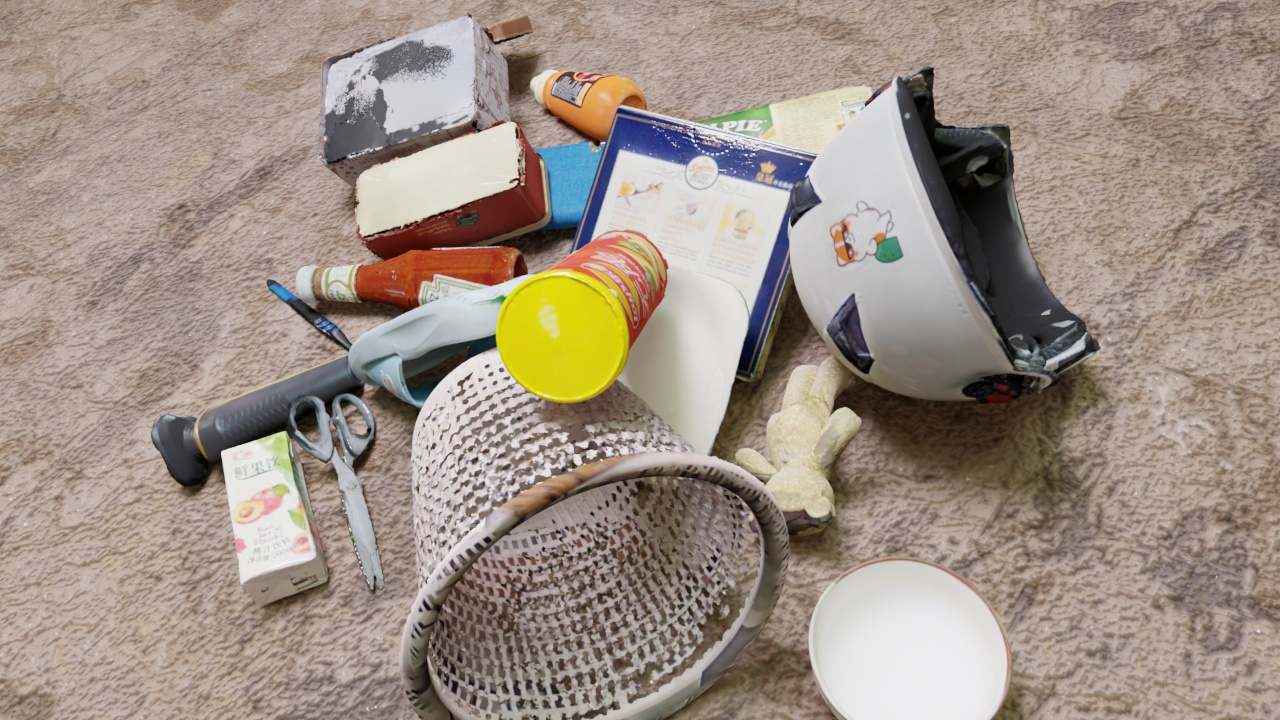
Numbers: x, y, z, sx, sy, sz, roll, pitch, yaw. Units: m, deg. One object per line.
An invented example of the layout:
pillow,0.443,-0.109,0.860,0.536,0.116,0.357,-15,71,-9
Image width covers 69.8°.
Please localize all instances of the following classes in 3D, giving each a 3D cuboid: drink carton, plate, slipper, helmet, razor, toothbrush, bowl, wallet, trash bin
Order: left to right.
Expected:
razor,-0.309,0.041,0.754,0.167,0.062,0.068,-27,21,-19
drink carton,-0.274,0.116,0.685,0.053,0.046,0.122,-20,51,-13
toothbrush,-0.288,-0.035,0.830,0.189,0.016,0.014,32,55,31
slipper,-0.137,-0.007,0.687,0.103,0.074,0.246,-21,3,-34
wallet,-0.088,-0.165,0.884,0.133,0.040,0.106,-2,52,18
trash bin,-0.052,0.096,0.574,0.227,0.228,0.192,-24,39,-10
plate,-0.004,0.004,0.703,0.164,0.034,0.163,18,90,21
bowl,0.158,0.182,0.549,0.113,0.062,0.113,-6,51,7
helmet,0.190,-0.067,0.647,0.157,0.273,0.230,-27,76,36

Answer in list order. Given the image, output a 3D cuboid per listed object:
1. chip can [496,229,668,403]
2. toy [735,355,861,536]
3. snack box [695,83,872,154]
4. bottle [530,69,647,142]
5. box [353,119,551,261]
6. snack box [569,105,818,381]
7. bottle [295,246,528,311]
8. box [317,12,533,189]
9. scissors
chip can,-0.028,-0.037,0.578,0.073,0.073,0.216,-2,14,8
toy,0.121,0.059,0.662,0.105,0.066,0.156,-18,37,38
snack box,0.098,-0.166,0.822,0.240,0.063,0.114,-12,50,9
bottle,-0.062,-0.272,0.957,0.149,0.067,0.066,29,61,36
box,-0.175,-0.154,0.837,0.168,0.079,0.091,-16,60,13
snack box,0.038,-0.095,0.739,0.178,0.045,0.182,19,93,20
bottle,-0.205,-0.069,0.816,0.206,0.060,0.059,-1,51,9
box,-0.219,-0.290,0.948,0.179,0.126,0.272,-12,44,16
scissors,-0.216,0.094,0.709,0.175,0.014,0.135,39,37,6
